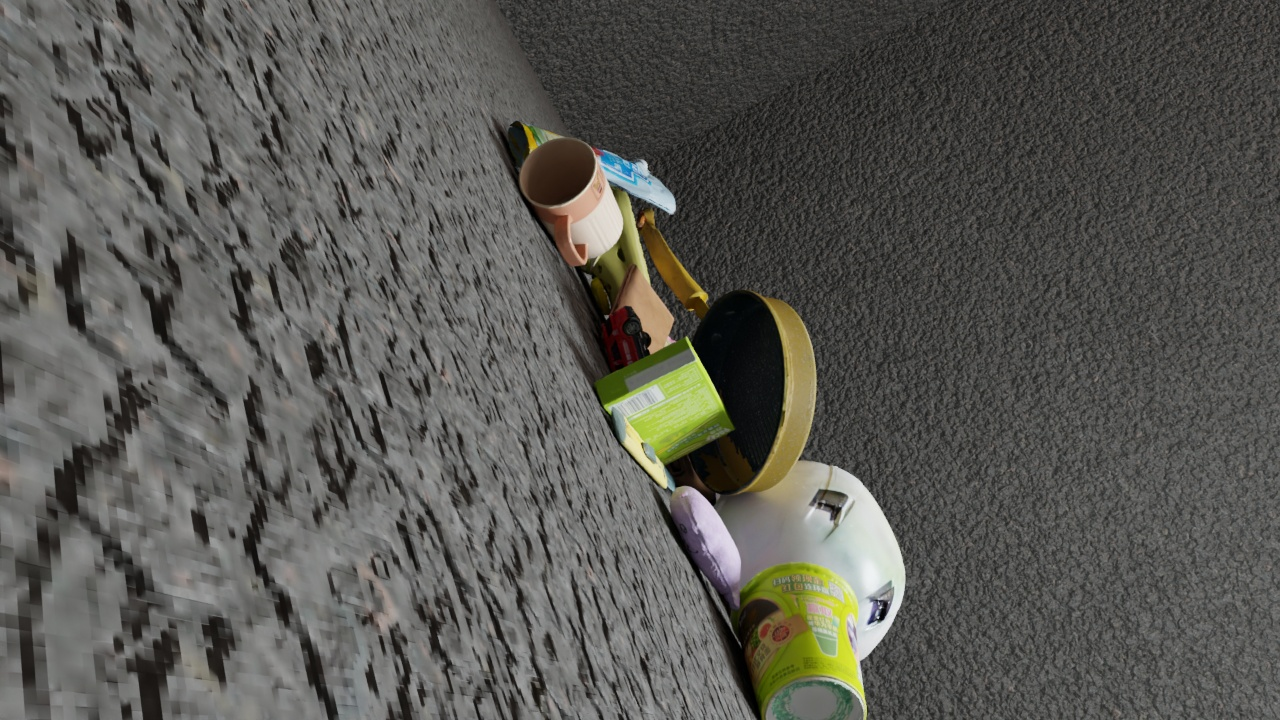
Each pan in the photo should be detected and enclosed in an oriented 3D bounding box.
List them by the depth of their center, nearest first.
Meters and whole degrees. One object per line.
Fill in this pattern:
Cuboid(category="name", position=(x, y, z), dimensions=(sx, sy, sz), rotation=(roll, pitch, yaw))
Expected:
Cuboid(category="pan", position=(0.067, -0.030, 0.931), dimensions=(0.198, 0.078, 0.356), rotation=(120, -33, -41))

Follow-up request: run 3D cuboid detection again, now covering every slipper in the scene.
Cuboid(category="slipper", position=(-0.039, -0.121, 1.098), dimensions=(0.092, 0.081, 0.190), rotation=(114, -34, -79))

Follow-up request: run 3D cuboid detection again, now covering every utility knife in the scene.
Cuboid(category="utility knife", position=(0.005, 0.084, 0.786), dimensions=(0.188, 0.020, 0.031), rotation=(64, 17, -63))

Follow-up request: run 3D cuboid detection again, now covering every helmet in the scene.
Cuboid(category="helmet", position=(0.187, 0.197, 0.940), dimensions=(0.258, 0.146, 0.229), rotation=(-13, 77, -62))

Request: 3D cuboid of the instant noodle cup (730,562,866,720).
Cuboid(category="instant noodle cup", position=(0.133, 0.246, 0.749), dimensions=(0.112, 0.112, 0.123), rotation=(61, 12, -20))

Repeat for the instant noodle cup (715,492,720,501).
Cuboid(category="instant noodle cup", position=(0.126, 0.186, 1.310), dimensions=(0.173, 0.060, 0.138), rotation=(66, 5, 25))

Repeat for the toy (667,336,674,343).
Cuboid(category="toy", position=(0.038, 0.016, 1.228), dimensions=(0.178, 0.075, 0.194), rotation=(42, 16, -50))

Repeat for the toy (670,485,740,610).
Cuboid(category="toy", position=(0.056, 0.151, 0.787), dimensions=(0.108, 0.039, 0.083), rotation=(60, 5, -26))

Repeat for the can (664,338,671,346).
Cuboid(category="can", position=(0.025, 0.022, 1.088), dimensions=(0.058, 0.058, 0.116), rotation=(59, 6, -44))

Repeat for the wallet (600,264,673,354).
Cuboid(category="wallet", position=(-0.003, -0.034, 1.014), dimensions=(0.115, 0.020, 0.101), rotation=(55, 47, -48))

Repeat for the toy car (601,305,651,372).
Cuboid(category="toy car", position=(-0.005, 0.005, 0.916), dimensions=(0.053, 0.045, 0.120), rotation=(49, 21, -65))

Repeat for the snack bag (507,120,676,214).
Cuboid(category="snack bag", position=(-0.053, -0.221, 1.043), dimensions=(0.190, 0.039, 0.110), rotation=(10, 25, -31))

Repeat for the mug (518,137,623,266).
Cuboid(category="mug", position=(-0.069, -0.151, 0.944), dimensions=(0.106, 0.082, 0.114), rotation=(58, 26, -60))

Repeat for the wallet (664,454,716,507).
Cuboid(category="wallet", position=(0.044, 0.107, 0.991), dimensions=(0.115, 0.033, 0.090), rotation=(50, 14, -57))

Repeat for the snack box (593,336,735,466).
Cuboid(category="snack box", position=(0.025, 0.041, 0.787), dimensions=(0.026, 0.086, 0.156), rotation=(66, 6, 30))
